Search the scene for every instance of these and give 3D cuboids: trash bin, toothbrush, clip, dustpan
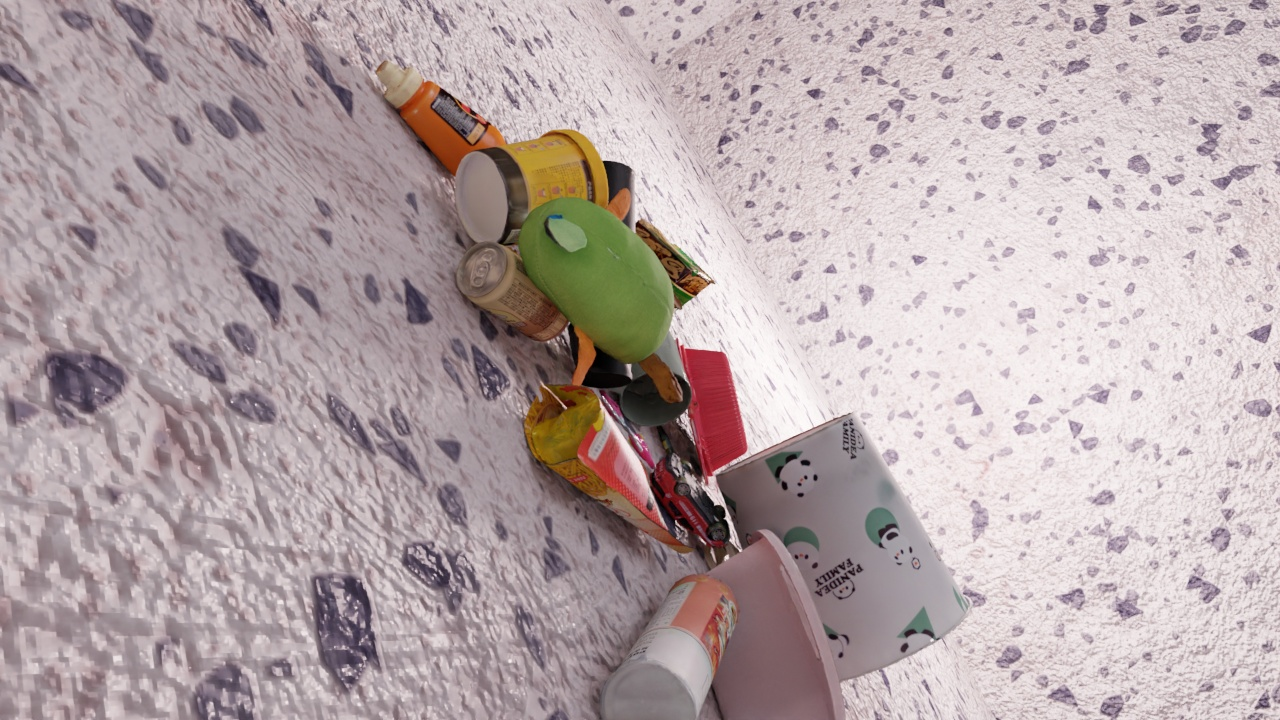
[{"bbox_3d":[0.220,0.210,1.068,0.252,0.230,0.229,65,16,6],"label":"trash bin"},{"bbox_3d":[0.040,0.110,1.113,0.012,0.017,0.185,28,34,-55],"label":"toothbrush"},{"bbox_3d":[0.092,0.213,1.068,0.070,0.035,0.099,51,9,-27],"label":"clip"},{"bbox_3d":[0.153,0.289,0.909,0.273,0.139,0.222,36,27,-55],"label":"dustpan"}]

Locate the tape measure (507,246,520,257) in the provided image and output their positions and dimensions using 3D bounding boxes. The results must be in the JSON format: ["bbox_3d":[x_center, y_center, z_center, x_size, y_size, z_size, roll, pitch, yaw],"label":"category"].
[{"bbox_3d":[-0.126,-0.086,0.930,0.060,0.029,0.057,56,16,-11],"label":"tape measure"}]

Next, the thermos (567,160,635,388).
[{"bbox_3d":[-0.043,-0.097,0.985,0.090,0.069,0.242,32,53,-58],"label":"thermos"}]

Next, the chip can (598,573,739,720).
[{"bbox_3d":[0.030,0.237,0.743,0.071,0.071,0.214,60,14,3],"label":"chip can"}]

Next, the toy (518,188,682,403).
[{"bbox_3d":[-0.029,-0.069,0.871,0.246,0.090,0.226,43,46,-45],"label":"toy"}]

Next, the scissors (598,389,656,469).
[{"bbox_3d":[-0.018,0.066,0.957,0.133,0.017,0.133,53,-2,39],"label":"scissors"}]

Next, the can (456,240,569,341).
[{"bbox_3d":[-0.116,-0.063,0.859,0.116,0.059,0.058,37,27,-56],"label":"can"}]

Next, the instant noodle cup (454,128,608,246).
[{"bbox_3d":[-0.112,-0.166,0.913,0.114,0.119,0.118,-18,76,-41],"label":"instant noodle cup"}]

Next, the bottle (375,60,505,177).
[{"bbox_3d":[-0.204,-0.244,0.926,0.149,0.067,0.066,41,23,-33],"label":"bottle"}]

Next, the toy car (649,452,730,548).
[{"bbox_3d":[0.056,0.158,1.019,0.120,0.045,0.052,51,19,-12],"label":"toy car"}]

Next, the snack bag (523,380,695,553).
[{"bbox_3d":[-0.024,0.101,0.852,0.128,0.073,0.208,55,3,41],"label":"snack bag"}]

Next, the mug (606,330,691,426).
[{"bbox_3d":[-0.006,0.006,1.069,0.124,0.084,0.103,23,31,-25],"label":"mug"}]

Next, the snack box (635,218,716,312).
[{"bbox_3d":[0.018,-0.110,1.240,0.117,0.106,0.118,45,12,19],"label":"snack box"}]

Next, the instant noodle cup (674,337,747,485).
[{"bbox_3d":[0.093,0.059,1.175,0.194,0.066,0.194,-10,87,-88],"label":"instant noodle cup"}]
